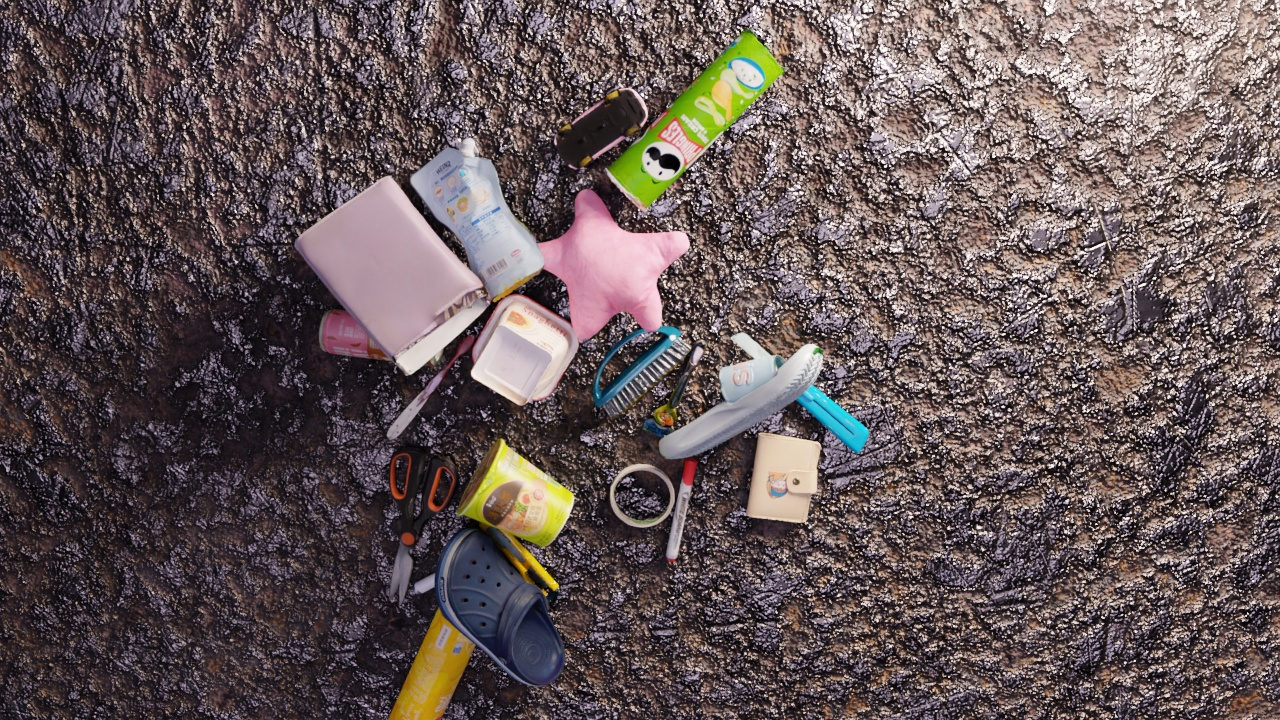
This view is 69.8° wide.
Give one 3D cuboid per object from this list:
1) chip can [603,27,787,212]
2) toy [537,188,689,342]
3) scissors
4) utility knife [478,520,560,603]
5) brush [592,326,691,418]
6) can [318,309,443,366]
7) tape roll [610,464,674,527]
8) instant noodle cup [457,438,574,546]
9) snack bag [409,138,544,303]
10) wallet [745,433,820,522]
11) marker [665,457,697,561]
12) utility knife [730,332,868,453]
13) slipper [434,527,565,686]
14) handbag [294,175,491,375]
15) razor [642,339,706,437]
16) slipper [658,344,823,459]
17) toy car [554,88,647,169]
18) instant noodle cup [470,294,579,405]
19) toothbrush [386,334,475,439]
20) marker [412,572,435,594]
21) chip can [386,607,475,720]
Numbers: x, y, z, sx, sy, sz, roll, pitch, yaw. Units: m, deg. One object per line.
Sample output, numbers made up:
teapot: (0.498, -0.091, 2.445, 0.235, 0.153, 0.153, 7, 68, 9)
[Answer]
chip can: (0.063, -0.283, 1.087, 0.236, 0.072, 0.072, -44, 98, 10)
toy: (-0.052, -0.108, 1.128, 0.194, 0.074, 0.178, 24, 99, 9)
scissors: (-0.323, 0.221, 1.247, 0.152, 0.021, 0.235, 39, 105, 0)
utility knife: (-0.164, 0.273, 1.251, 0.033, 0.015, 0.156, -40, 98, 7)
brush: (-0.007, 0.007, 1.163, 0.144, 0.055, 0.073, -41, 99, 11)
can: (-0.327, -0.029, 1.168, 0.147, 0.058, 0.058, 7, 103, 1)
tape roll: (0.002, 0.181, 1.224, 0.086, 0.014, 0.086, 0, 103, 2)
instant noodle cup: (-0.156, 0.179, 1.189, 0.123, 0.111, 0.112, 31, 102, -13)
snack bag: (-0.199, -0.173, 1.126, 0.111, 0.038, 0.191, -31, 89, 35)
wallet: (0.190, 0.156, 1.206, 0.087, 0.024, 0.115, 7, 102, 0)
marker: (0.054, 0.200, 1.225, 0.017, 0.017, 0.145, 11, 103, 0)
utility knife: (0.205, 0.038, 1.181, 0.225, 0.018, 0.034, 40, 102, -5)
slipper: (-0.174, 0.334, 1.202, 0.095, 0.104, 0.253, -10, 118, 42)
handbag: (-0.294, -0.102, 1.106, 0.145, 0.098, 0.197, -41, 81, -7)
razor: (0.051, 0.038, 1.185, 0.042, 0.022, 0.143, 25, 102, -5)
slipper: (0.121, 0.046, 1.148, 0.246, 0.104, 0.074, -34, 73, 21)
toy car: (-0.048, -0.281, 1.111, 0.123, 0.037, 0.056, -29, 97, 21)
instant noodle cup: (-0.148, -0.007, 1.131, 0.116, 0.124, 0.117, 31, 102, -5)
toothbrush: (-0.275, 0.035, 1.203, 0.016, 0.017, 0.188, 39, 104, -9)
marker: (-0.254, 0.288, 1.258, 0.131, 0.018, 0.022, -29, 109, 8)
chip can: (-0.284, 0.432, 1.264, 0.072, 0.072, 0.213, 24, 103, -3)
